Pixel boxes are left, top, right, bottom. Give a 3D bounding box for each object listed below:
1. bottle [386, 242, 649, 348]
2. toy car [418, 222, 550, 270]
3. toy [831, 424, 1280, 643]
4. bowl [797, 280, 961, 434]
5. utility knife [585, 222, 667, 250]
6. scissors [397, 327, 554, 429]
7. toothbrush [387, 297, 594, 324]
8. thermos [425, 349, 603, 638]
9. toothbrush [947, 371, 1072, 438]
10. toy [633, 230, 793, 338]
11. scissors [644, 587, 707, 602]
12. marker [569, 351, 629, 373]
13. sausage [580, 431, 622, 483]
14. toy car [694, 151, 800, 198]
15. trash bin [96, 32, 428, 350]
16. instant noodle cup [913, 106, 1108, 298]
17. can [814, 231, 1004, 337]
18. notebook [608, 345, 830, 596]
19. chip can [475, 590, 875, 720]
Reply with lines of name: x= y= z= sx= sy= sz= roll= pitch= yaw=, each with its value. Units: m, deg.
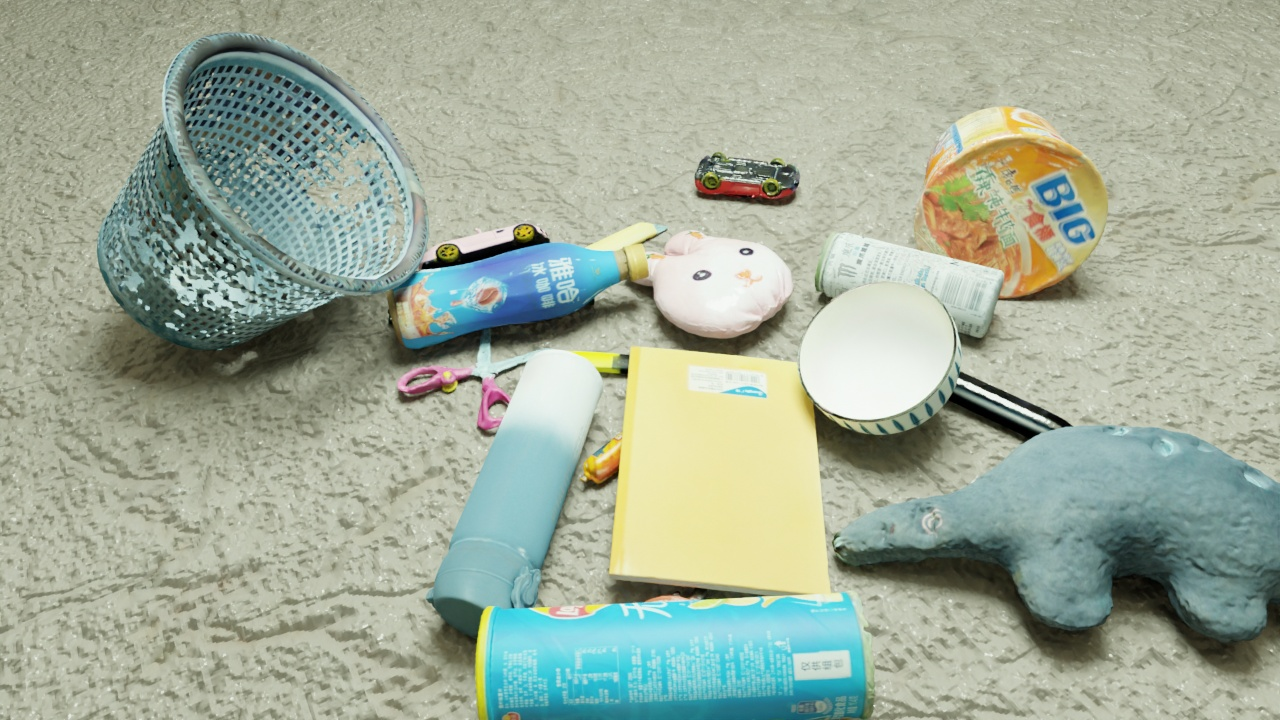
bottle: x=-0.101 y=-0.062 z=0.785 sx=0.218 sy=0.065 sz=0.065 roll=-12 pitch=44 yaw=-5
toy car: x=-0.142 y=-0.094 z=0.840 sx=0.122 sy=0.056 sz=0.037 roll=-17 pitch=51 yaw=-14
toy: x=0.305 y=0.107 z=0.577 sx=0.357 sy=0.091 sz=0.137 roll=7 pitch=72 yaw=13
bowl: x=0.183 y=0.006 z=0.687 sx=0.117 sy=0.066 sz=0.116 roll=-15 pitch=57 yaw=24
utility knife: x=-0.040 y=-0.102 z=0.869 sx=0.162 sy=0.018 sz=0.031 roll=-33 pitch=54 yaw=-25
scissors: x=-0.130 y=0.013 z=0.756 sx=0.133 sy=0.017 sz=0.135 roll=-17 pitch=41 yaw=-19
toothbrush: x=-0.133 y=-0.046 z=0.820 sx=0.186 sy=0.012 sz=0.017 roll=-4 pitch=49 yaw=0
thermos: x=-0.080 y=0.087 z=0.636 sx=0.070 sy=0.070 sz=0.219 roll=6 pitch=44 yaw=10
toothbrush: x=0.298 y=0.051 z=0.676 sx=0.213 sy=0.026 sz=0.027 roll=30 pitch=86 yaw=29
toy: x=0.056 y=-0.073 z=0.808 sx=0.121 sy=0.054 sz=0.159 roll=-31 pitch=41 yaw=-26
scissors: x=-0.029 y=0.205 z=0.542 sx=0.206 sy=0.015 sz=0.193 roll=0 pitch=44 yaw=4
marker: x=-0.004 y=0.004 z=0.756 sx=0.124 sy=0.015 sz=0.018 roll=4 pitch=44 yaw=4
sausage: x=0.015 y=0.045 z=0.704 sx=0.021 sy=0.021 sz=0.164 roll=32 pitch=54 yaw=32
toy car: x=0.109 y=-0.185 z=0.935 sx=0.106 sy=0.031 sz=0.049 roll=7 pitch=45 yaw=13
trash bin: x=-0.322 y=-0.113 z=0.749 sx=0.196 sy=0.226 sz=0.226 roll=-29 pitch=34 yaw=30
instant noodle cup: x=0.315 y=-0.145 z=0.803 sx=0.151 sy=0.152 sz=0.111 roll=6 pitch=36 yaw=10
can: x=0.227 y=-0.066 z=0.780 sx=0.147 sy=0.058 sz=0.058 roll=18 pitch=47 yaw=22
notebook: x=0.057 y=0.071 z=0.657 sx=0.146 sy=0.010 sz=0.205 roll=6 pitch=47 yaw=-1
chip can: x=0.018 y=0.169 z=0.513 sx=0.210 sy=0.071 sz=0.071 roll=-3 pitch=43 yaw=0
